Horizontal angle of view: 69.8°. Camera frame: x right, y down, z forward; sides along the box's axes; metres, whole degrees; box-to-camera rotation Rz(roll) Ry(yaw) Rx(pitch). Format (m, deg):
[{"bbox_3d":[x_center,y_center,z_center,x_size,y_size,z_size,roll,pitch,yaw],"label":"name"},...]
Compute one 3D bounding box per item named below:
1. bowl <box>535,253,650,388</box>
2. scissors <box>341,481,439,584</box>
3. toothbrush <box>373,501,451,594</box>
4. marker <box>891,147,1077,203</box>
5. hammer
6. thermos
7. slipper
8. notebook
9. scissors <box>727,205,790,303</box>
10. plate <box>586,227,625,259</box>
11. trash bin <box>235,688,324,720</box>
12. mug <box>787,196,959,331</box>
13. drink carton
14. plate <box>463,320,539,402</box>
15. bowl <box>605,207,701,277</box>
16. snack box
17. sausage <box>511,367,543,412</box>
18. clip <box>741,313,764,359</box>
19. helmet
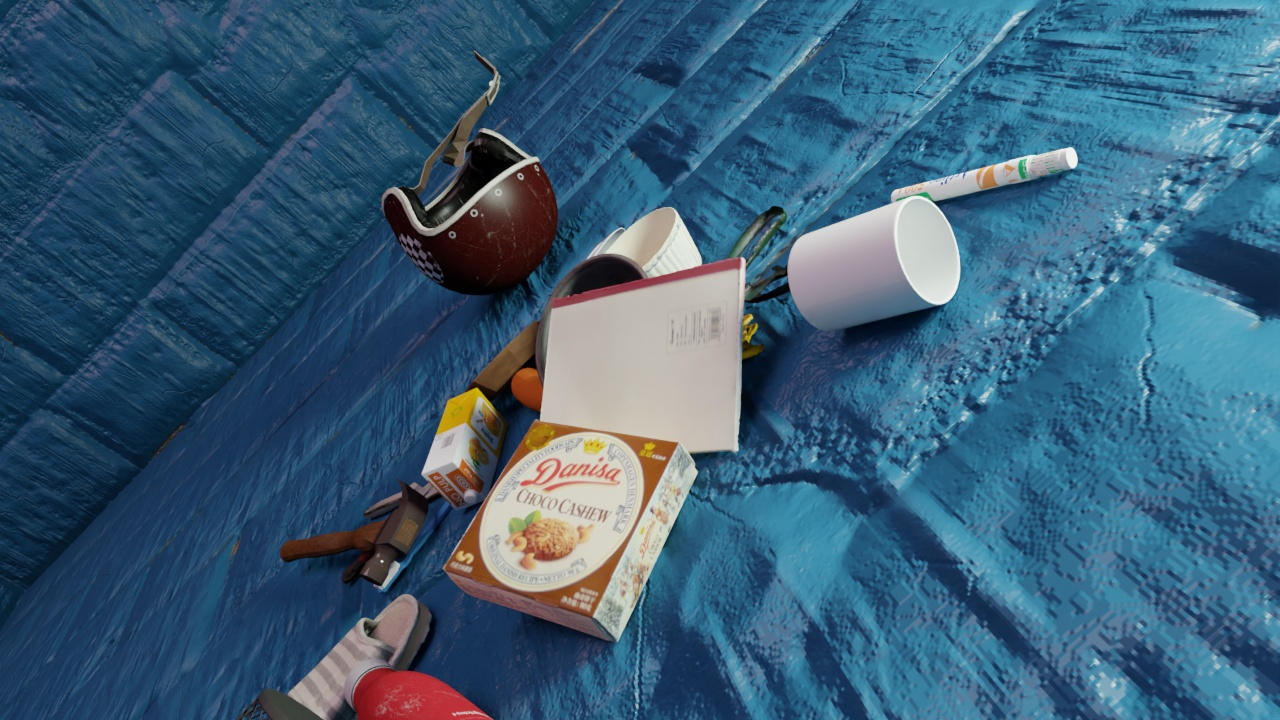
[{"bbox_3d":[-0.021,-0.018,0.829,0.145,0.067,0.144,-14,68,38],"label":"bowl"},{"bbox_3d":[-0.277,0.173,1.047,0.198,0.015,0.179,-54,26,-15],"label":"scissors"},{"bbox_3d":[-0.222,0.172,0.963,0.166,0.014,0.016,-54,26,-16],"label":"toothbrush"},{"bbox_3d":[0.245,-0.131,0.668,0.146,0.017,0.017,-5,48,56],"label":"marker"},{"bbox_3d":[-0.337,0.204,1.041,0.324,0.033,0.115,-19,39,47],"label":"hammer"},{"bbox_3d":[-0.164,0.264,0.662,0.240,0.073,0.073,-2,50,58],"label":"thermos"},{"bbox_3d":[-0.286,0.321,0.805,0.272,0.054,0.114,-53,20,-11],"label":"slipper"},{"bbox_3d":[-0.004,0.004,0.752,0.209,0.012,0.153,-8,71,40],"label":"notebook"},{"bbox_3d":[0.107,-0.088,0.799,0.202,0.015,0.204,-23,27,46],"label":"scissors"},{"bbox_3d":[-0.056,-0.087,1.001,0.134,0.011,0.135,-59,-6,-11],"label":"plate"},{"bbox_3d":[-0.263,0.344,0.592,0.209,0.184,0.184,-50,24,-21],"label":"trash bin"},{"bbox_3d":[0.172,-0.072,0.647,0.110,0.074,0.091,-33,12,-40],"label":"mug"},{"bbox_3d":[-0.181,0.093,0.953,0.040,0.058,0.122,-23,32,20],"label":"drink carton"},{"bbox_3d":[-0.150,0.008,1.036,0.131,0.025,0.131,-46,2,2],"label":"plate"},{"bbox_3d":[0.012,-0.091,0.924,0.115,0.062,0.115,-36,27,21],"label":"bowl"},{"bbox_3d":[-0.051,0.119,0.683,0.143,0.041,0.146,6,54,36],"label":"snack box"},{"bbox_3d":[-0.090,0.034,0.929,0.044,0.039,0.164,-54,25,-15],"label":"sausage"},{"bbox_3d":[0.078,-0.020,0.757,0.054,0.046,0.048,-22,59,45],"label":"clip"},{"bbox_3d":[-0.234,-0.222,1.283,0.232,0.253,0.234,-45,-5,-33],"label":"helmet"}]
